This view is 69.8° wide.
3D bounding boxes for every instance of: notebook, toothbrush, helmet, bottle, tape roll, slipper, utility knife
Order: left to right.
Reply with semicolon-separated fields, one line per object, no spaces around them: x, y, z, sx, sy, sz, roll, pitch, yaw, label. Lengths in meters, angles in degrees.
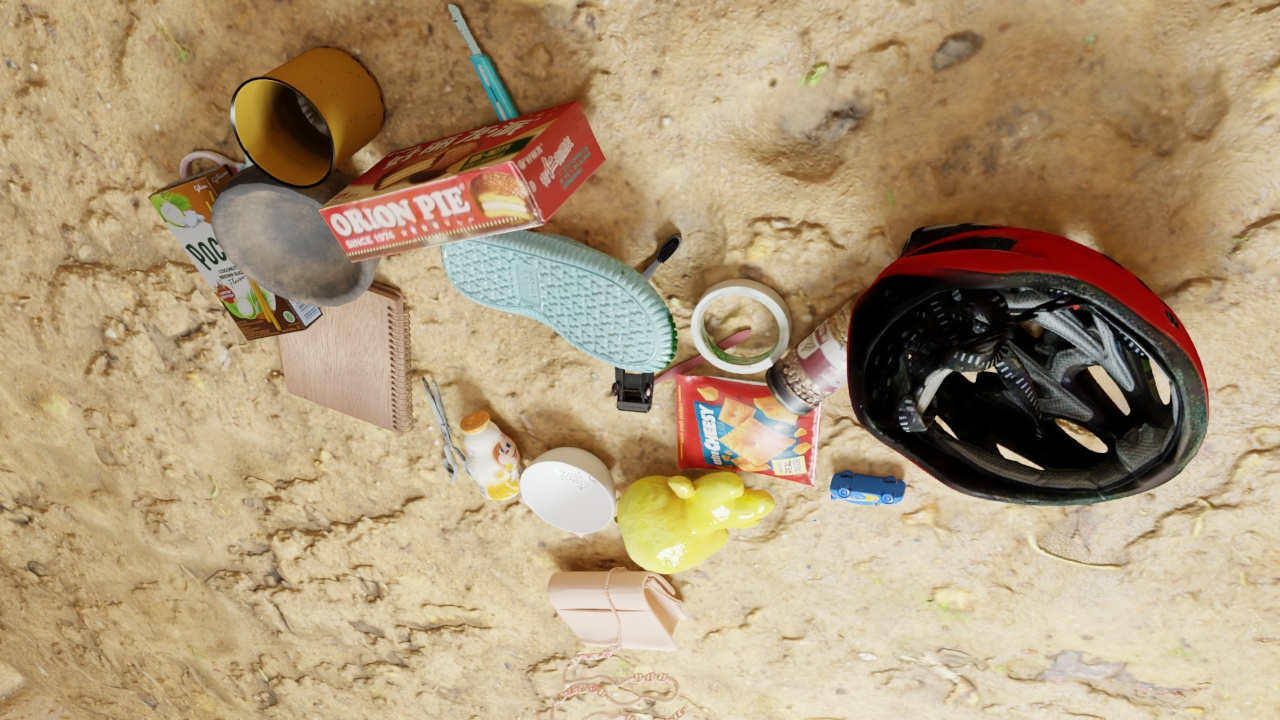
-0.342;-0.016;1.065;0.169;0.022;0.211;19;132;9;notebook
-0.174;0.110;1.066;0.063;0.062;0.109;-2;127;24;bottle
-0.129;-0.237;0.796;0.022;0.015;0.149;-8;121;37;utility knife
-0.075;-0.075;0.874;0.276;0.069;0.116;21;133;27;slipper
-0.008;-0.066;0.886;0.013;0.013;0.168;36;135;-8;toothbrush
0.040;0.010;0.925;0.185;0.015;0.015;-30;109;36;toothbrush
0.094;-0.031;0.859;0.094;0.018;0.094;10;125;14;tape roll
0.168;-0.001;0.823;0.056;0.056;0.105;39;123;-11;bottle
0.294;0.004;0.707;0.272;0.166;0.218;31;133;-3;helmet

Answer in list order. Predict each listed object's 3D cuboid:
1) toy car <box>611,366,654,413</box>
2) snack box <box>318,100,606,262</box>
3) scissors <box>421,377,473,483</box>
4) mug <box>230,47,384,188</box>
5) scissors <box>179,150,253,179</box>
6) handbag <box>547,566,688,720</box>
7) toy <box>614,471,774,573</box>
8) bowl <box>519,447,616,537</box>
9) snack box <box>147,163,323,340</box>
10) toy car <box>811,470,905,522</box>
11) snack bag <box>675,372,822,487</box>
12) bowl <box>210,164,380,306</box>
-0.005;0.005;0.918;0.040;0.037;0.092;4;103;22;toy car
-0.157;-0.152;0.793;0.237;0.112;0.060;-4;125;35;snack box
-0.240;0.090;1.112;0.121;0.014;0.160;-17;107;52;scissors
-0.305;-0.218;0.831;0.124;0.093;0.100;-15;119;30;mug
-0.415;-0.190;0.957;0.175;0.013;0.171;12;131;13;scissors
-0.039;0.347;1.118;0.199;0.186;0.116;-10;130;35;handbag
0.052;0.172;1.001;0.134;0.092;0.208;34;131;-23;toy
-0.077;0.141;1.058;0.115;0.050;0.115;12;131;14;bowl
-0.436;-0.112;0.993;0.101;0.031;0.186;-7;122;31;snack box
0.223;0.148;0.943;0.092;0.033;0.062;6;122;19;toy car
0.108;0.070;0.928;0.144;0.039;0.131;7;129;13;snack bag
-0.333;-0.134;0.914;0.162;0.070;0.162;8;140;7;bowl
